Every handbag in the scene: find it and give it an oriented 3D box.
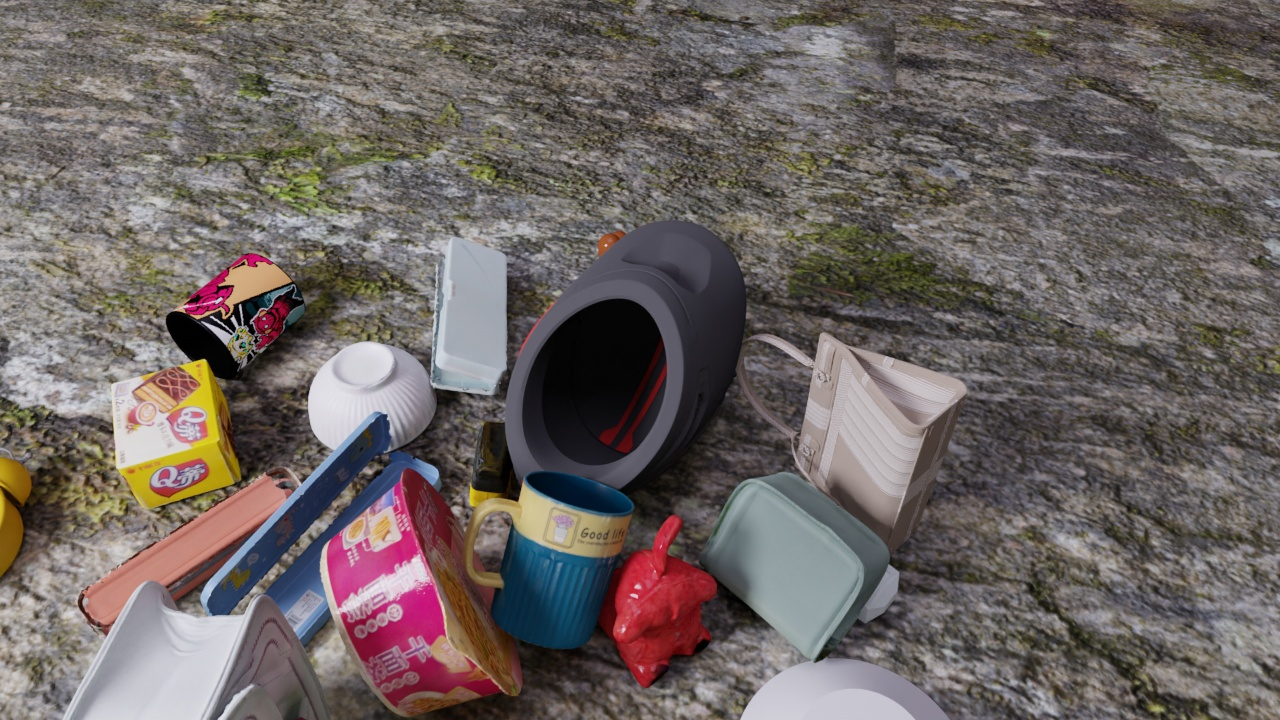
[{"bbox_3d":[0.156,0.045,0.771,0.062,0.176,0.198,-32,53,-28],"label":"handbag"},{"bbox_3d":[0.118,0.155,0.716,0.122,0.106,0.067,36,21,27],"label":"handbag"},{"bbox_3d":[-0.258,0.241,0.555,0.096,0.199,0.141,6,47,1],"label":"handbag"}]

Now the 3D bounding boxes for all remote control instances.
[{"bbox_3d":[0.148,0.156,0.766,0.143,0.024,0.049,35,55,27],"label":"remote control"}]

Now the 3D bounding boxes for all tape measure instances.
[{"bbox_3d":[-0.125,0.094,0.789,0.037,0.064,0.065,6,37,-6],"label":"tape measure"}]

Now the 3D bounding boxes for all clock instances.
[{"bbox_3d":[-0.567,0.135,0.748,0.113,0.052,0.151,-3,51,-5],"label":"clock"}]

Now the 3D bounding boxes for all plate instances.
[{"bbox_3d":[0.152,0.281,0.639,0.174,0.036,0.173,1,47,-1],"label":"plate"}]

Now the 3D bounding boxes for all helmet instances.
[{"bbox_3d":[-0.005,0.005,0.793,0.164,0.169,0.265,26,93,15],"label":"helmet"}]

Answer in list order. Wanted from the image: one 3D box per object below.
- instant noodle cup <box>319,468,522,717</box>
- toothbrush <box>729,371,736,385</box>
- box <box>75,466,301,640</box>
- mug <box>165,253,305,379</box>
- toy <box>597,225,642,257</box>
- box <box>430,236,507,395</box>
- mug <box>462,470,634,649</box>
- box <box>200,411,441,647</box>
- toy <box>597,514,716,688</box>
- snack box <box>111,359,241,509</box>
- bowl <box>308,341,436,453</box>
[{"bbox_3d":[-0.159,0.173,0.654,0.077,0.179,0.178,-27,51,-4],"label":"instant noodle cup"},{"bbox_3d":[0.028,-0.033,0.945,0.017,0.016,0.190,-44,60,-14],"label":"toothbrush"},{"bbox_3d":[-0.357,0.158,0.750,0.187,0.063,0.058,-35,82,-32],"label":"box"},{"bbox_3d":[-0.409,-0.043,0.909,0.118,0.082,0.098,-1,39,37],"label":"mug"},{"bbox_3d":[0.015,-0.122,1.001,0.095,0.065,0.127,40,52,23],"label":"toy"},{"bbox_3d":[-0.169,-0.049,0.927,0.083,0.066,0.198,-3,42,-8],"label":"box"},{"bbox_3d":[-0.073,0.141,0.666,0.113,0.107,0.083,14,10,-23],"label":"mug"},{"bbox_3d":[-0.247,0.139,0.742,0.074,0.078,0.208,25,51,15],"label":"box"},{"bbox_3d":[-0.001,0.167,0.687,0.088,0.133,0.094,-18,40,-31],"label":"toy"},{"bbox_3d":[-0.410,0.064,0.810,0.083,0.061,0.105,-17,50,-17],"label":"snack box"},{"bbox_3d":[-0.253,0.024,0.852,0.118,0.062,0.117,1,46,-1],"label":"bowl"}]
